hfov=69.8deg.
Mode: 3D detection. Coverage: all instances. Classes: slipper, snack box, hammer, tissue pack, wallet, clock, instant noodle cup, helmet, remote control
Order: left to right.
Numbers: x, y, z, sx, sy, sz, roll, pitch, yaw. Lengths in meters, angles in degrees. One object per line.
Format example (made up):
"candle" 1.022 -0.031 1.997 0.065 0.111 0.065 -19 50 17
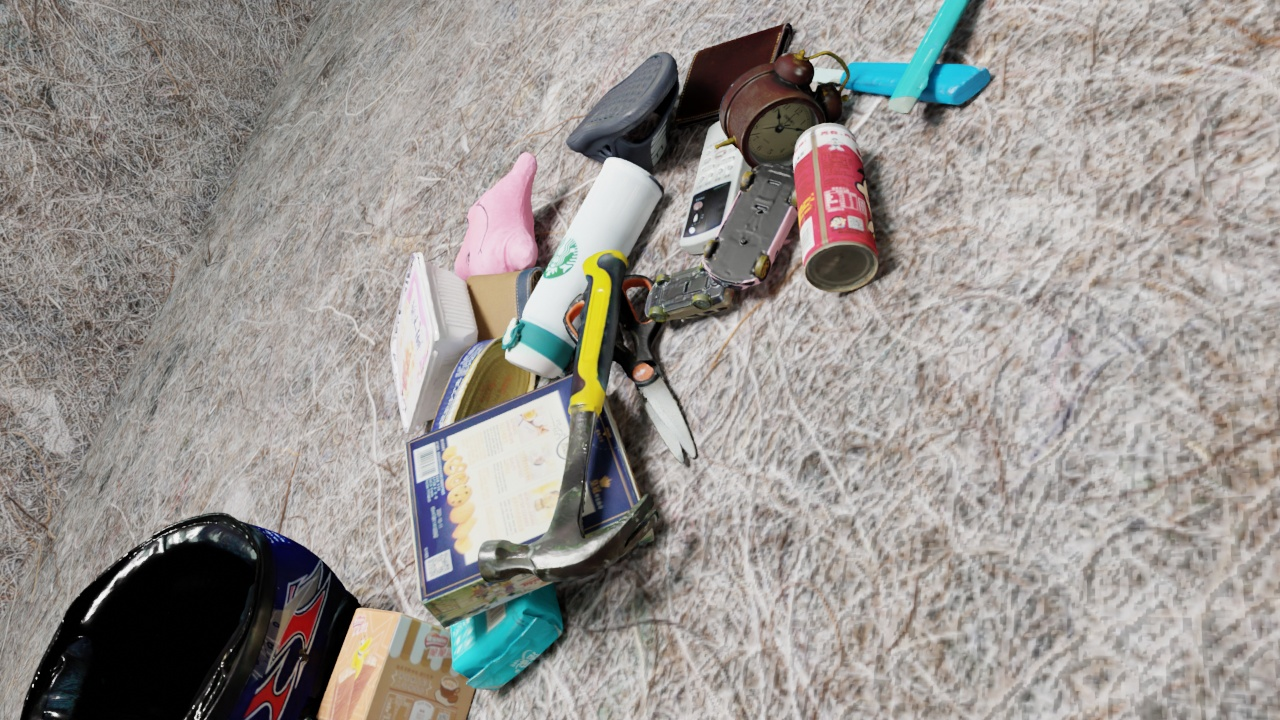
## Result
"helmet" -0.370 0.305 0.810 0.247 0.241 0.314 -17 36 4
"snack box" -0.198 0.268 0.769 0.077 0.092 0.094 -11 55 46
"instant noodle cup" -0.225 -0.017 0.999 0.174 0.060 0.138 -60 40 44
"tissue pack" -0.116 0.194 0.767 0.093 0.050 0.133 -42 37 19
"wallet" -0.139 -0.050 0.968 0.115 0.033 0.090 0 98 42
"snack box" -0.098 0.105 0.756 0.182 0.046 0.177 -22 41 0
"hammer" -0.040 0.028 0.741 0.126 0.032 0.322 -7 47 15
"slipper" -0.006 -0.250 0.974 0.110 0.083 0.268 -50 17 -5
"remote control" 0.074 -0.167 0.849 0.058 0.021 0.149 -14 52 44
"wallet" 0.091 -0.285 0.925 0.122 0.020 0.096 2 70 49
"clock" 0.122 -0.212 0.776 0.122 0.082 0.055 -40 43 23

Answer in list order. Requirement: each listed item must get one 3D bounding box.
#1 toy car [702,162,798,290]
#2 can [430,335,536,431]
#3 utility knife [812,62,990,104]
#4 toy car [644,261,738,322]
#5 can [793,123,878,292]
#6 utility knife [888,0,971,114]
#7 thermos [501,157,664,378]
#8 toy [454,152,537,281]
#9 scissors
"toy car" 0.095 -0.109 0.755 0.056 0.037 0.122 21 71 24
"can" -0.157 0.046 0.912 0.049 0.074 0.148 -8 57 50
"utility knife" 0.200 -0.231 0.753 0.034 0.018 0.194 -48 35 -6
"toy car" 0.042 -0.055 0.786 0.091 0.035 0.042 -11 53 41
"can" 0.146 -0.118 0.697 0.053 0.053 0.132 -28 44 34
"utility knife" 0.245 -0.273 0.720 0.029 0.013 0.222 7 61 52
"thermos" -0.059 -0.088 0.901 0.073 0.073 0.224 18 78 54
"toy" -0.168 -0.126 1.059 0.179 0.074 0.194 -33 52 47
"scissors" 0.012 -0.004 0.790 0.142 0.022 0.235 -41 49 -17
